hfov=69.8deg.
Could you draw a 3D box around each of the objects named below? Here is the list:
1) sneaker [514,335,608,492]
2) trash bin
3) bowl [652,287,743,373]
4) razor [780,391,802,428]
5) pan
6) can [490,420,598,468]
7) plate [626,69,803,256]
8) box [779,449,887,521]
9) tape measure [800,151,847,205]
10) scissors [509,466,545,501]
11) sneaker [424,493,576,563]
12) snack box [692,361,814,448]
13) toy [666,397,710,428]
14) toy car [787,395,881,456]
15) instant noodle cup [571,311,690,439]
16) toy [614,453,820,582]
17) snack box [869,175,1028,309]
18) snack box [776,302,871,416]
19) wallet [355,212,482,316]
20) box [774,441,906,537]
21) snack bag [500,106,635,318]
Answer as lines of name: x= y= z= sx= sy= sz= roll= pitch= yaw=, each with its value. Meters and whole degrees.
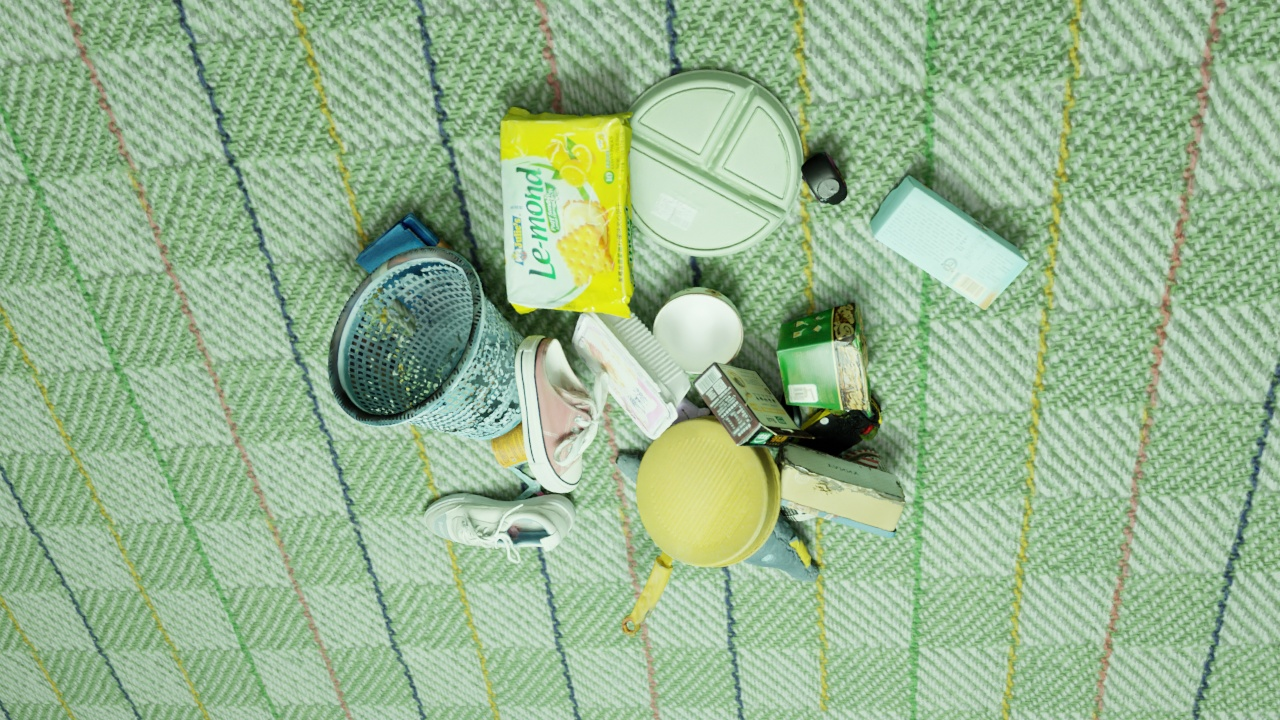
sneaker: x=-0.093 y=0.076 z=1.161 sx=0.088 sy=0.118 sz=0.241 roll=7 pitch=127 yaw=20
trash bin: x=-0.236 y=0.001 z=1.142 sx=0.227 sy=0.226 sz=0.195 roll=-22 pitch=151 yaw=18
bowl: x=0.075 y=-0.046 z=1.168 sx=0.113 sy=0.062 sz=0.114 roll=3 pitch=118 yaw=6
razor: x=0.143 y=0.091 z=1.247 sx=0.168 sy=0.062 sz=0.067 roll=-21 pitch=146 yaw=24
pan: x=0.053 y=0.238 z=1.229 sx=0.198 sy=0.078 sz=0.358 roll=39 pitch=106 yaw=27
can: x=-0.135 y=0.103 z=1.282 sx=0.146 sy=0.058 sz=0.058 roll=-21 pitch=115 yaw=18
plate: x=0.078 y=-0.225 z=1.087 sx=0.230 sy=0.027 sz=0.230 roll=4 pitch=119 yaw=6
box: x=0.265 y=0.178 z=1.273 sx=0.165 sy=0.060 sz=0.072 roll=-28 pitch=91 yaw=22
tape measure: x=0.211 y=-0.209 z=1.061 sx=0.039 sy=0.057 sz=0.058 roll=-30 pitch=78 yaw=21
scissors: x=-0.150 y=0.187 z=1.358 sx=0.133 sy=0.017 sz=0.134 roll=42 pitch=120 yaw=-12
sneaker: x=-0.218 y=0.251 z=1.351 sx=0.243 sy=0.090 sz=0.089 roll=-5 pitch=118 yaw=19
snack box: x=0.142 y=0.063 z=1.147 sx=0.053 sy=0.113 sz=0.125 roll=-45 pitch=61 yaw=22
toy: x=0.029 y=0.062 z=1.248 sx=0.108 sy=0.038 sz=0.084 roll=36 pitch=121 yaw=-14
toy car: x=0.253 y=0.098 z=1.237 sx=0.071 sy=0.041 sz=0.156 roll=40 pitch=120 yaw=-15
instant noodle cup: x=-0.007 y=0.007 z=1.165 sx=0.173 sy=0.060 sz=0.138 roll=48 pitch=159 yaw=7
toy: x=0.125 y=0.225 z=1.296 sx=0.356 sy=0.091 sz=0.138 roll=31 pitch=162 yaw=-8
snack box: x=0.363 y=-0.139 z=1.084 sx=0.175 sy=0.051 sz=0.074 roll=30 pitch=117 yaw=-11
snack box: x=0.228 y=0.001 z=1.147 sx=0.106 sy=0.117 sz=0.118 roll=-8 pitch=115 yaw=17
wallet: x=-0.286 y=-0.116 z=1.188 sx=0.107 sy=0.040 sz=0.133 roll=-32 pitch=119 yaw=25
box: x=0.263 y=0.169 z=1.201 sx=0.184 sy=0.089 sz=0.062 roll=19 pitch=109 yaw=1
snack bag: x=-0.080 y=-0.172 z=1.076 sx=0.158 sy=0.068 sz=0.246 roll=4 pitch=103 yaw=19
